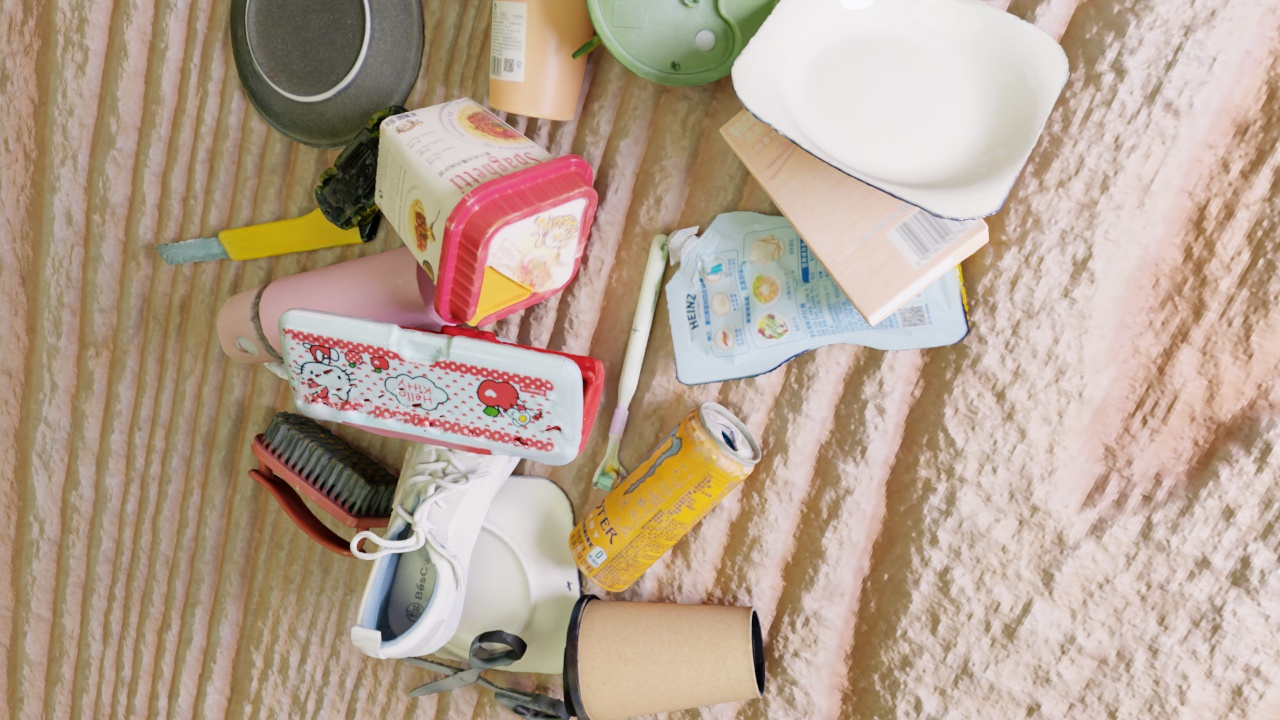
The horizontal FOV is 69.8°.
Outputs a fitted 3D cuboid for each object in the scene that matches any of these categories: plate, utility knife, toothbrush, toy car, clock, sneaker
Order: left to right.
[{"bbox_3d":[-0.306,-0.100,0.745,0.224,0.015,0.033,-5,98,19],"label":"utility knife"},{"bbox_3d":[-0.246,-0.252,0.692,0.180,0.024,0.179,4,100,20],"label":"plate"},{"bbox_3d":[-0.198,-0.142,0.687,0.105,0.032,0.048,-42,84,15],"label":"toy car"},{"bbox_3d":[-0.146,0.094,0.652,0.089,0.090,0.242,16,86,17],"label":"sneaker"},{"bbox_3d":[-0.127,0.170,0.718,0.164,0.034,0.163,-1,99,22],"label":"plate"},{"bbox_3d":[-0.004,0.004,0.650,0.020,0.029,0.190,32,114,56],"label":"toothbrush"},{"bbox_3d":[0.040,-0.225,0.553,0.161,0.056,0.116,2,108,-5],"label":"clock"},{"bbox_3d":[0.144,-0.154,0.518,0.163,0.034,0.164,31,65,9],"label":"plate"}]

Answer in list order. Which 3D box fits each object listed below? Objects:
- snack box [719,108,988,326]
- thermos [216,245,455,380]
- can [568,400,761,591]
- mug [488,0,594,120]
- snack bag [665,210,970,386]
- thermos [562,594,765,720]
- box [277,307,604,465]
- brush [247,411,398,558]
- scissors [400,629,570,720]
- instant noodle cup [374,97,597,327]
[{"bbox_3d":[0.125,-0.107,0.551,0.084,0.026,0.157,-38,70,13],"label":"snack box"},{"bbox_3d":[-0.229,-0.032,0.708,0.199,0.067,0.087,-12,125,22],"label":"thermos"},{"bbox_3d":[0.015,0.096,0.638,0.058,0.058,0.146,46,111,8],"label":"can"},{"bbox_3d":[-0.064,-0.225,0.603,0.078,0.078,0.123,16,109,17],"label":"mug"},{"bbox_3d":[0.105,-0.050,0.588,0.191,0.038,0.110,-9,97,23],"label":"snack bag"},{"bbox_3d":[0.013,0.209,0.648,0.143,0.093,0.093,-7,97,13],"label":"thermos"},{"bbox_3d":[-0.129,0.004,0.594,0.201,0.095,0.101,10,146,9],"label":"box"},{"bbox_3d":[-0.259,0.097,0.732,0.146,0.063,0.069,28,94,26],"label":"brush"},{"bbox_3d":[-0.133,0.251,0.726,0.159,0.014,0.182,36,134,-8],"label":"scissors"},{"bbox_3d":[-0.110,-0.105,0.616,0.124,0.116,0.117,45,140,21],"label":"instant noodle cup"}]
